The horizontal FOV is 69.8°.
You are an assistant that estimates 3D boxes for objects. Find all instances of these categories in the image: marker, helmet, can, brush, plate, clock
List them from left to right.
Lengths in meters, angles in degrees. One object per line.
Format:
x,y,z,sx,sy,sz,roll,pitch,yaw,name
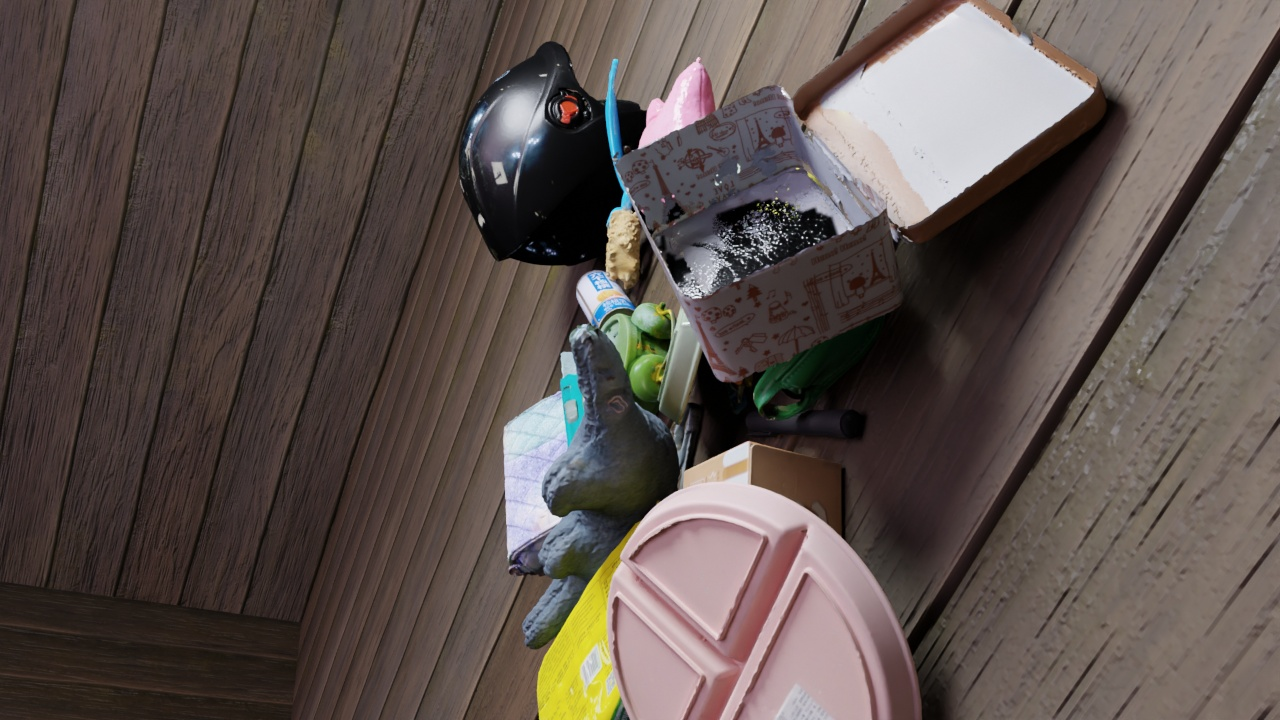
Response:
-0.117,-0.248,1.152,0.234,0.229,0.275,-2,112,67,helmet
-0.038,-0.061,1.071,0.053,0.053,0.134,-67,23,18,can
-0.025,-0.207,1.040,0.083,0.046,0.255,-94,0,-72,brush
-0.006,0.006,0.948,0.162,0.056,0.116,-46,36,50,clock
0.050,-0.058,0.783,0.230,0.027,0.230,24,-101,-89,plate
0.060,0.189,0.563,0.230,0.028,0.229,8,102,42,plate
0.117,0.047,0.679,0.132,0.020,0.022,-8,58,66,marker

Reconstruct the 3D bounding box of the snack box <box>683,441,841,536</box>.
0.082,0.118,0.639,0.095,0.077,0.092,-37,43,58,snack box

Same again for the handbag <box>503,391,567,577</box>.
-0.090,0.130,1.007,0.134,0.075,0.193,-31,38,18,handbag

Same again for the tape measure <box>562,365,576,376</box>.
-0.083,0.022,1.161,0.055,0.025,0.058,-50,32,43,tape measure

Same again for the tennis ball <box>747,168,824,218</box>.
0.115,-0.122,0.732,0.066,0.065,0.065,-48,34,48,tennis ball

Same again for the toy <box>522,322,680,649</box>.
-0.030,0.115,0.790,0.091,0.137,0.357,50,141,43,toy

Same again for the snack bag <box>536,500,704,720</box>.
-0.017,0.253,0.744,0.247,0.068,0.158,-63,26,28,snack bag

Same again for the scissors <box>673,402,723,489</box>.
0.042,0.124,0.823,0.160,0.014,0.177,167,113,-67,scissors

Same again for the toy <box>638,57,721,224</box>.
0.046,-0.216,0.937,0.194,0.074,0.179,-134,48,-61,toy

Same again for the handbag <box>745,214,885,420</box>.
0.106,-0.034,0.670,0.120,0.068,0.131,-59,35,24,handbag

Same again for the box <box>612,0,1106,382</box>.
0.129,-0.119,0.582,0.262,0.088,0.177,-27,44,4,box

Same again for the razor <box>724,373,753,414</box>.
0.103,-0.018,0.751,0.143,0.022,0.042,-57,30,35,razor

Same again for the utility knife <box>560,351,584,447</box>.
-0.074,0.051,0.998,0.192,0.029,0.013,-103,-8,-49,utility knife
